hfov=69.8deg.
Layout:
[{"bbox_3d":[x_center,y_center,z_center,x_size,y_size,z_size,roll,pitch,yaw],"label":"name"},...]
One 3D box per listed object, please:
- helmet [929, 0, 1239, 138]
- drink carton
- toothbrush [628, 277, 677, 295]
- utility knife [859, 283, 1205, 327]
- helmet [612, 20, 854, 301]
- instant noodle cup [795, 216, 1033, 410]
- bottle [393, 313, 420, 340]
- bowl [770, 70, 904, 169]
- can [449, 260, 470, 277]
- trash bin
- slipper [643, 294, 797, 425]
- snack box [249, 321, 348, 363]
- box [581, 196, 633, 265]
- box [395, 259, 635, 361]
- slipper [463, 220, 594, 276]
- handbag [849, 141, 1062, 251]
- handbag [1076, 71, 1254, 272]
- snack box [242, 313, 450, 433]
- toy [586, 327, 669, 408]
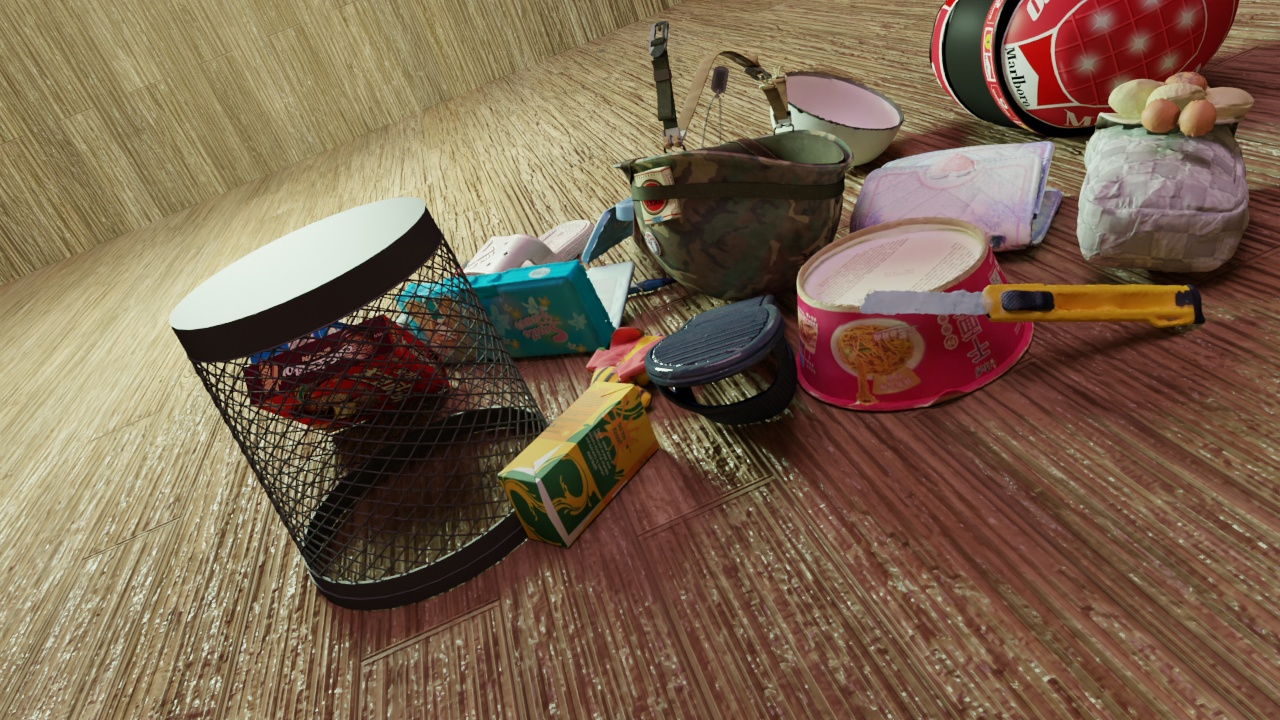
[{"bbox_3d":[0.435,-0.328,0.903,0.271,0.198,0.224,-22,25,18],"label":"helmet"},{"bbox_3d":[-0.040,0.070,0.667,0.041,0.058,0.122,4,37,42],"label":"drink carton"},{"bbox_3d":[0.002,-0.074,0.956,0.189,0.016,0.017,-10,39,22],"label":"toothbrush"},{"bbox_3d":[0.257,-0.036,0.603,0.228,0.019,0.030,-1,67,2],"label":"utility knife"},{"bbox_3d":[0.078,-0.175,0.828,0.224,0.237,0.192,25,31,32],"label":"helmet"},{"bbox_3d":[0.193,-0.044,0.686,0.179,0.078,0.178,-18,27,9],"label":"instant noodle cup"},{"bbox_3d":[-0.261,-0.027,1.032,0.047,0.047,0.112,0,33,37],"label":"bottle"},{"bbox_3d":[0.219,-0.271,1.061,0.153,0.073,0.153,8,38,-6],"label":"bowl"},{"bbox_3d":[-0.226,-0.093,1.144,0.032,0.031,0.080,-7,30,28],"label":"can"},{"bbox_3d":[-0.197,0.024,0.683,0.218,0.227,0.217,-17,27,9],"label":"trash bin"},{"bbox_3d":[0.070,0.006,0.697,0.101,0.082,0.263,-16,8,12],"label":"slipper"},{"bbox_3d":[-0.296,0.000,0.908,0.088,0.033,0.154,-25,-16,18],"label":"snack box"},{"bbox_3d":[0.000,-0.167,1.023,0.122,0.047,0.209,-27,9,21],"label":"box"},{"bbox_3d":[-0.122,-0.068,0.944,0.227,0.097,0.116,-4,37,32],"label":"box"},{"bbox_3d":[-0.150,-0.124,1.110,0.094,0.064,0.238,5,36,42],"label":"slipper"},{"bbox_3d":[0.279,-0.141,0.815,0.159,0.069,0.126,3,37,36],"label":"handbag"},{"bbox_3d":[0.386,-0.142,0.673,0.113,0.123,0.171,10,39,24],"label":"handbag"},{"bbox_3d":[-0.269,0.017,0.862,0.132,0.035,0.152,-21,-15,2],"label":"snack box"},{"bbox_3d":[-0.005,0.005,0.785,0.084,0.046,0.103,8,42,24],"label":"toy"}]
